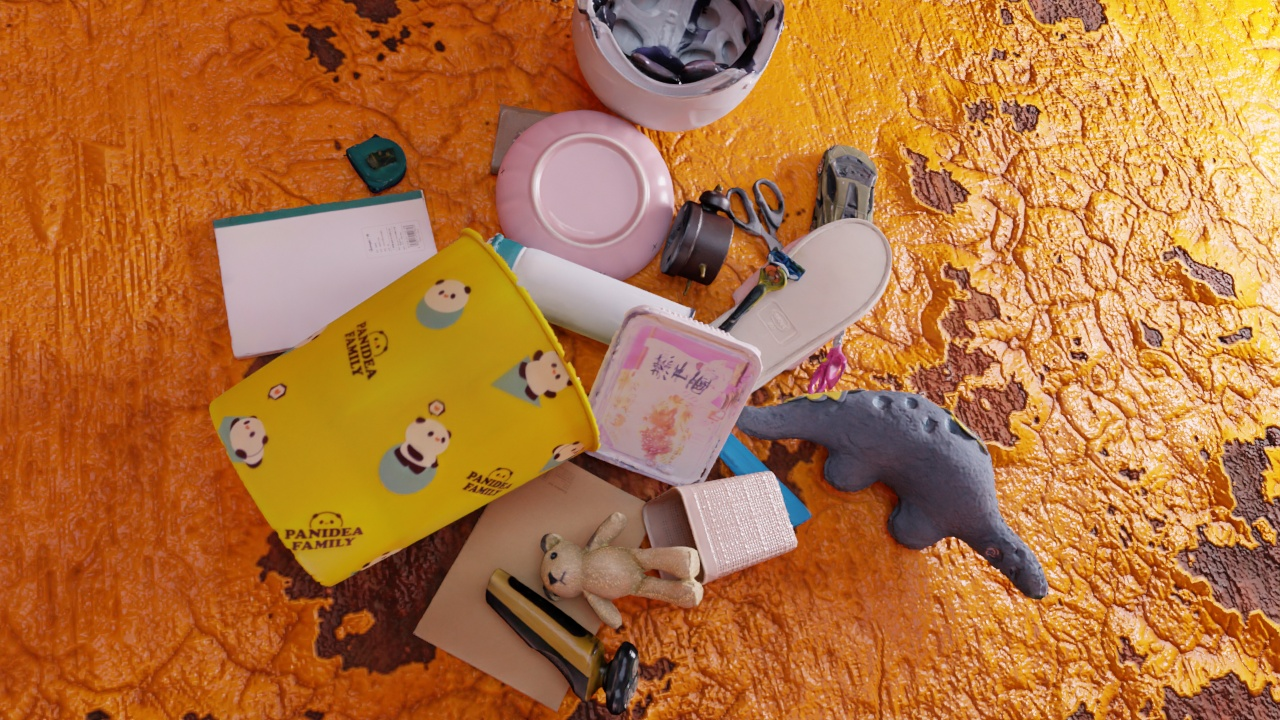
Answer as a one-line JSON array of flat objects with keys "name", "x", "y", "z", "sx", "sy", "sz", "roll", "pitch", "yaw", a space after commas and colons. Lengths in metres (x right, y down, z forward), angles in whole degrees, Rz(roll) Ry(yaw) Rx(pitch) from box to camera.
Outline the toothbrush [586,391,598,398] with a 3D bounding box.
[{"name": "toothbrush", "x": -0.006, "y": 0.005, "z": 0.950, "sx": 0.180, "sy": 0.018, "sz": 0.015, "roll": -32, "pitch": 73, "yaw": -22}]

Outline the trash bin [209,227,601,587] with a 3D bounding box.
[{"name": "trash bin", "x": -0.201, "y": 0.047, "z": 0.790, "sx": 0.255, "sy": 0.230, "sz": 0.229, "roll": -32, "pitch": 80, "yaw": -15}]

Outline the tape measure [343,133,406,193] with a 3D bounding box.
[{"name": "tape measure", "x": -0.274, "y": -0.208, "z": 0.961, "sx": 0.054, "sy": 0.025, "sz": 0.058, "roll": -33, "pitch": 81, "yaw": -19}]

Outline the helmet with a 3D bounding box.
[{"name": "helmet", "x": 0.031, "y": -0.355, "z": 1.013, "sx": 0.229, "sy": 0.146, "sz": 0.258, "roll": 12, "pitch": 60, "yaw": -9}]

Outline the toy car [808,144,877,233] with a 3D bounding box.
[{"name": "toy car", "x": 0.235, "y": -0.184, "z": 1.055, "sx": 0.070, "sy": 0.042, "sz": 0.157, "roll": 12, "pitch": 67, "yaw": -8}]

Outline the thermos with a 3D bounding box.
[{"name": "thermos", "x": -0.061, "y": -0.059, "z": 0.926, "sx": 0.224, "sy": 0.073, "sz": 0.073, "roll": 21, "pitch": 68, "yaw": -1}]

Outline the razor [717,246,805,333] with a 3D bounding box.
[{"name": "razor", "x": 0.109, "y": -0.057, "z": 0.944, "sx": 0.042, "sy": 0.022, "sz": 0.142, "roll": 42, "pitch": 82, "yaw": 12}]

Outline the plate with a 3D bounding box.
[{"name": "plate", "x": -0.055, "y": -0.174, "z": 0.964, "sx": 0.192, "sy": 0.039, "sz": 0.192, "roll": 1, "pitch": 85, "yaw": -10}]

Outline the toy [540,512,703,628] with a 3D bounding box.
[{"name": "toy", "x": -0.019, "y": 0.191, "z": 0.818, "sx": 0.157, "sy": 0.066, "sz": 0.105, "roll": -1, "pitch": 93, "yaw": 22}]

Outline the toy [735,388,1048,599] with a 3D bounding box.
[{"name": "toy", "x": 0.275, "y": 0.109, "z": 0.935, "sx": 0.356, "sy": 0.091, "sz": 0.137, "roll": 33, "pitch": 80, "yaw": 3}]

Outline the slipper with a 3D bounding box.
[{"name": "slipper", "x": 0.155, "y": -0.050, "z": 0.981, "sx": 0.274, "sy": 0.054, "sz": 0.114, "roll": -40, "pitch": 80, "yaw": -9}]

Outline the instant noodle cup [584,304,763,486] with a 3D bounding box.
[{"name": "instant noodle cup", "x": 0.026, "y": 0.028, "z": 0.882, "sx": 0.138, "sy": 0.174, "sz": 0.060, "roll": 21, "pitch": 28, "yaw": -4}]

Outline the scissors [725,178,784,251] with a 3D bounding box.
[{"name": "scissors", "x": 0.160, "y": -0.129, "z": 1.033, "sx": 0.173, "sy": 0.014, "sz": 0.142, "roll": 33, "pitch": 69, "yaw": 0}]

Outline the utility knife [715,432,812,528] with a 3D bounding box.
[{"name": "utility knife", "x": 0.095, "y": 0.094, "z": 0.939, "sx": 0.202, "sy": 0.018, "sz": 0.034, "roll": 47, "pitch": 56, "yaw": 6}]

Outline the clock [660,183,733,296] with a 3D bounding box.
[{"name": "clock", "x": 0.063, "y": -0.134, "z": 0.978, "sx": 0.055, "sy": 0.082, "sz": 0.121, "roll": 19, "pitch": 69, "yaw": -10}]

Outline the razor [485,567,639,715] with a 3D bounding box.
[{"name": "razor", "x": -0.070, "y": 0.246, "z": 0.821, "sx": 0.167, "sy": 0.062, "sz": 0.068, "roll": 37, "pitch": 100, "yaw": 9}]

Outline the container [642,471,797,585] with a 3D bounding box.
[{"name": "container", "x": 0.077, "y": 0.160, "z": 0.869, "sx": 0.110, "sy": 0.090, "sz": 0.090, "roll": -9, "pitch": 73, "yaw": -27}]

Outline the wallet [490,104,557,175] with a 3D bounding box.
[{"name": "wallet", "x": -0.102, "y": -0.235, "z": 1.005, "sx": 0.115, "sy": 0.033, "sz": 0.090, "roll": 7, "pitch": 71, "yaw": -6}]

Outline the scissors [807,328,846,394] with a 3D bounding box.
[{"name": "scissors", "x": 0.214, "y": -0.019, "z": 0.987, "sx": 0.017, "sy": 0.064, "sz": 0.135, "roll": 34, "pitch": 58, "yaw": -12}]

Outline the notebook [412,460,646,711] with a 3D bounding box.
[{"name": "notebook", "x": -0.094, "y": 0.196, "z": 0.867, "sx": 0.149, "sy": 0.012, "sz": 0.211, "roll": 29, "pitch": 68, "yaw": 0}]

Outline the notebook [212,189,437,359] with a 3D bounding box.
[{"name": "notebook", "x": -0.308, "y": -0.090, "z": 0.920, "sx": 0.209, "sy": 0.012, "sz": 0.150, "roll": -12, "pitch": 74, "yaw": -16}]
